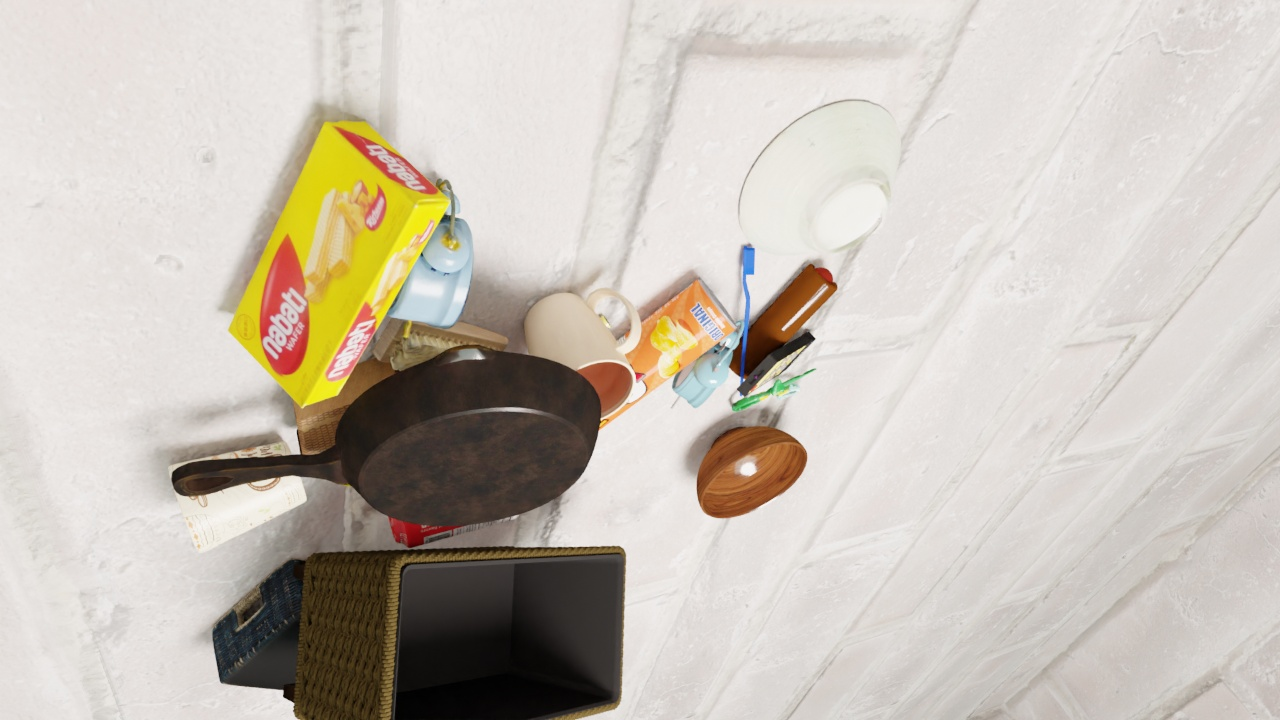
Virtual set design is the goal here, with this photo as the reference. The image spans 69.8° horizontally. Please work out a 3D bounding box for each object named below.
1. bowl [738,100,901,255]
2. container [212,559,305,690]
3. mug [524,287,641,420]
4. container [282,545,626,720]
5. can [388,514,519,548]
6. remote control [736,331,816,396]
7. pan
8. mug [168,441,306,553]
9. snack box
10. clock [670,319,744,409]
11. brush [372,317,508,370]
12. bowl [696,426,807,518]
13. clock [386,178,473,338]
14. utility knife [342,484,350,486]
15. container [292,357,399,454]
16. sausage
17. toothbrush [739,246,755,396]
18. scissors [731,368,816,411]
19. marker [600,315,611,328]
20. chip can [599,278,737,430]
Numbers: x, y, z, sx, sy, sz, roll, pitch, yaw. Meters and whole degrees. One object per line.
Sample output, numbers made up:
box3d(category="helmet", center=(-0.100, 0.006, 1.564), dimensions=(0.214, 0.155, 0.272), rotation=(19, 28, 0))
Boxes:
box3d(category="bowl", center=(0.184, -0.152, 0.868), dimensions=(0.176, 0.057, 0.177), rotation=(-17, 141, -15))
box3d(category="container", center=(-0.359, 0.309, 1.040), dimensions=(0.145, 0.071, 0.187), rotation=(-40, 142, 14))
box3d(category="mug", center=(-0.050, -0.016, 0.837), dimensions=(0.112, 0.104, 0.085), rotation=(-41, 142, 14))
box3d(category="container", center=(-0.194, 0.280, 0.957), dimensions=(0.205, 0.176, 0.320), rotation=(-5, 170, 38))
box3d(category="can", center=(-0.189, 0.143, 0.955), dimensions=(0.142, 0.074, 0.075), rotation=(-13, 140, -20))
box3d(category="remote control", center=(0.152, 0.003, 1.012), dimensions=(0.058, 0.013, 0.133), rotation=(-50, 167, 29))
box3d(category="pan", center=(-0.204, 0.087, 0.774), dimensions=(0.355, 0.043, 0.249), rotation=(-7, 145, -12))
box3d(category="mug", center=(-0.362, 0.124, 0.837), dimensions=(0.097, 0.081, 0.122), rotation=(-19, 164, -25))
box3d(category="snack box", center=(-0.225, -0.067, 0.670), dimensions=(0.201, 0.092, 0.042), rotation=(-52, 169, 27))
box3d(category="clock", center=(0.075, 0.002, 0.956), dimensions=(0.042, 0.087, 0.123), rotation=(32, 136, -9))
box3d(category="brush", center=(-0.174, -0.007, 0.820), dimensions=(0.117, 0.039, 0.049), rotation=(12, 126, -43))
box3d(category="bowl", center=(0.127, 0.126, 1.145), dimensions=(0.147, 0.068, 0.147), rotation=(-18, 143, -15))
box3d(category="clock", center=(-0.161, -0.080, 0.704), dimensions=(0.051, 0.088, 0.125), rotation=(8, 132, -31))
box3d(category="utility knife", center=(-0.226, 0.065, 0.879), dimensions=(0.171, 0.028, 0.020), rotation=(-36, 147, 10))
box3d(category="container", center=(-0.254, 0.045, 0.814), dimensions=(0.114, 0.063, 0.061), rotation=(-19, 135, -13))
box3d(category="sausage", center=(0.151, -0.041, 0.994), dimensions=(0.040, 0.040, 0.156), rotation=(16, 125, -43))
box3d(category="toothbrush", center=(0.111, -0.036, 0.960), dimensions=(0.011, 0.016, 0.187), rotation=(1, 127, 6))
box3d(category="scissors", center=(0.166, 0.034, 1.078), dimensions=(0.119, 0.012, 0.129), rotation=(-6, 162, -45))
box3d(category="marker", center=(-0.088, -0.002, 0.902), dimensions=(0.132, 0.014, 0.014), rotation=(-33, 143, 5))
box3d(category="chip can", center=(-0.005, 0.005, 0.924), dimensions=(0.210, 0.062, 0.062), rotation=(-37, 142, 10))
